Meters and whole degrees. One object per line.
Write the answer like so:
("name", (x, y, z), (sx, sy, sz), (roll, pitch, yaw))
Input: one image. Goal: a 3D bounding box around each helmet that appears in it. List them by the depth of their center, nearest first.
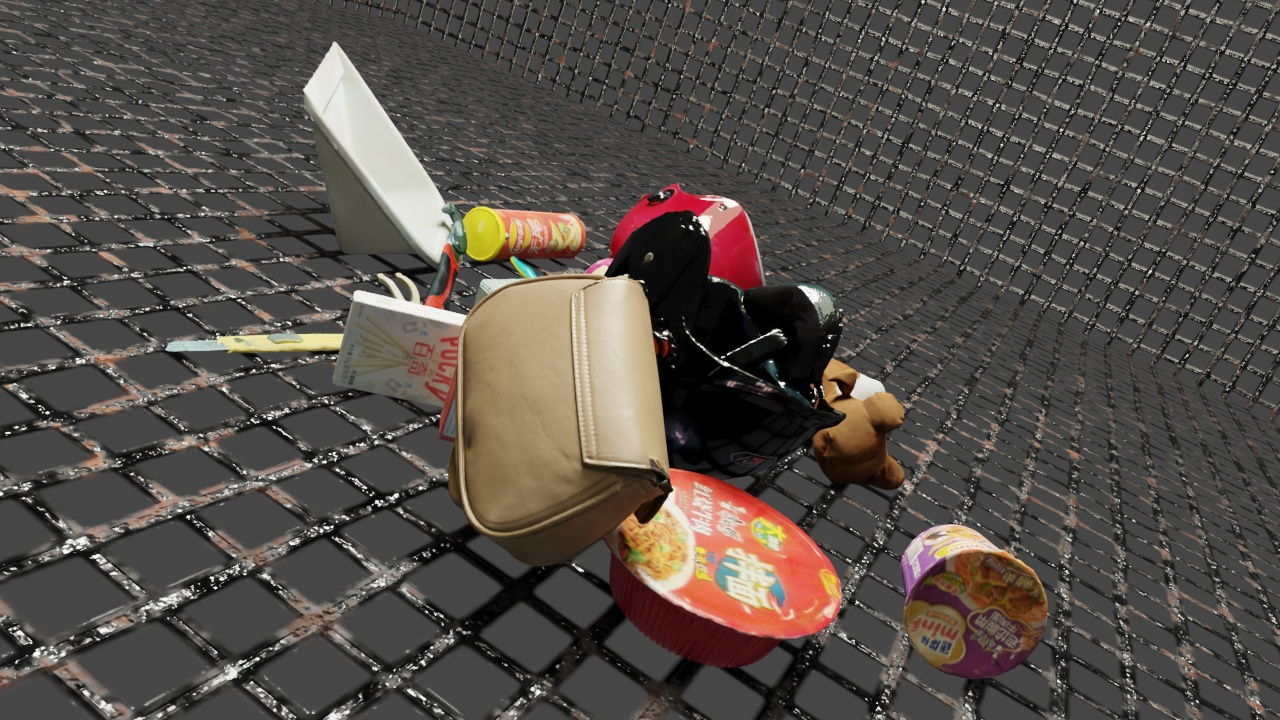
("helmet", (0.061, 0.002, 0.864), (0.233, 0.231, 0.274), (19, 27, -42))
("helmet", (0.038, -0.113, 1.206), (0.240, 0.207, 0.143), (21, 47, 40))

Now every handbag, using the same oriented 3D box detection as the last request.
("handbag", (-0.053, 0.036, 0.643), (0.100, 0.148, 0.204), (50, 28, -53))

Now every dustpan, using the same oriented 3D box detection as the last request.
("dustpan", (-0.300, -0.232, 1.123), (0.142, 0.258, 0.222), (-2, 33, -7))

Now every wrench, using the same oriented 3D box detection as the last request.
("wrench", (-0.230, -0.112, 1.091), (0.016, 0.056, 0.272), (-21, 33, 9))

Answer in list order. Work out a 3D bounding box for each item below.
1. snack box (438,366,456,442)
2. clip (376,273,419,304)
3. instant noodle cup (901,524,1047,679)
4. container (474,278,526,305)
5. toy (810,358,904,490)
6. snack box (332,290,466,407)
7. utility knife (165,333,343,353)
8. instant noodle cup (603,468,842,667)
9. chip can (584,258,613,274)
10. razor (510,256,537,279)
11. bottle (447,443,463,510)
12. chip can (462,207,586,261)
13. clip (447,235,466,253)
("snack box", (-0.099, 0.027, 0.800), (0.127, 0.113, 0.044), (16, 20, -16))
("clip", (-0.248, -0.037, 0.946), (0.034, 0.092, 0.103), (-15, 77, -60))
("instant noodle cup", (0.272, 0.195, 0.775), (0.111, 0.112, 0.099), (23, 11, 3))
("container", (-0.116, -0.036, 0.979), (0.111, 0.090, 0.090), (0, 29, -41))
("toy", (0.233, 0.056, 1.057), (0.130, 0.140, 0.199), (-14, 27, -13))
("snack box", (-0.188, -0.004, 0.826), (0.156, 0.085, 0.027), (14, 21, -21))
("utility knife", (-0.326, -0.013, 0.822), (0.031, 0.020, 0.195), (29, 25, 35))
("instant noodle cup", (0.048, 0.158, 0.683), (0.194, 0.066, 0.193), (20, 22, -9))
("chip can", (0.008, -0.041, 1.081), (0.071, 0.071, 0.210), (2, 32, -42))
("razor", (-0.122, -0.101, 1.220), (0.132, 0.028, 0.043), (30, -2, 13))
("bottle", (-0.043, 0.097, 0.747), (0.218, 0.065, 0.065), (9, 24, -30))
("chip can", (-0.161, -0.178, 1.302), (0.073, 0.073, 0.216), (30, 20, 22))
("clip", (-0.258, -0.165, 1.251), (0.058, 0.026, 0.038), (34, 31, 15))
